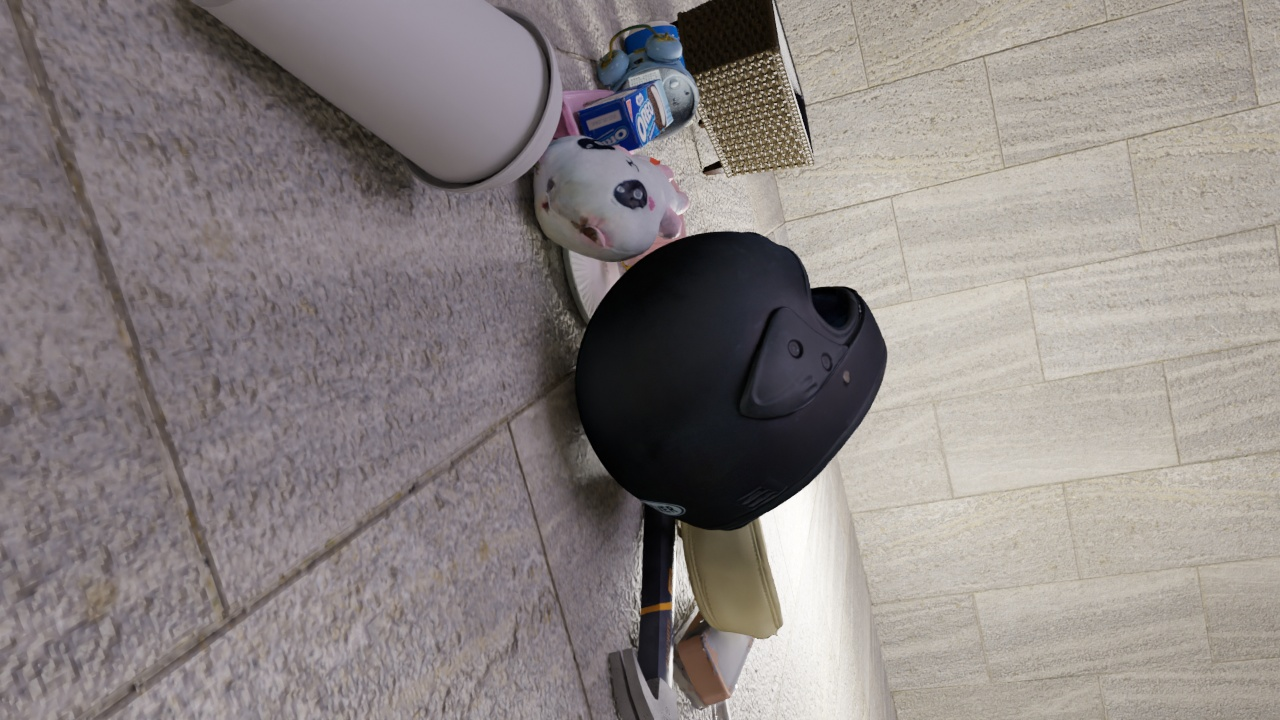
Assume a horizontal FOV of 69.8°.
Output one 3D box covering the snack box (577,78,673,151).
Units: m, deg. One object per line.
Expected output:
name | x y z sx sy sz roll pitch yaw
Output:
snack box | -0.012 -0.275 1.036 0.225 0.059 0.059 -62 137 -66

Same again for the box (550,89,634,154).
box | -0.059 -0.260 1.037 0.232 0.037 0.098 -56 127 -68

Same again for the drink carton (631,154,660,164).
drink carton | -0.014 -0.174 0.997 0.039 0.069 0.122 57 29 -37

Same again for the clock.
clock | 0.010 -0.358 1.186 0.162 0.118 0.060 67 8 -52

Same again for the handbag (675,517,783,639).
handbag | 0.098 0.204 1.035 0.191 0.088 0.232 68 9 -46

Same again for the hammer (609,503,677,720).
hammer | 0.021 0.243 0.938 0.139 0.035 0.311 54 26 -35

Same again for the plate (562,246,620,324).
plate | -0.051 -0.095 0.980 0.156 0.014 0.157 -11 90 -73

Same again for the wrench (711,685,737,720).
wrench | 0.083 0.361 0.947 0.009 0.047 0.273 63 -2 12

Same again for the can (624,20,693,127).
can | 0.028 -0.414 1.344 0.078 0.079 0.146 -24 102 -73

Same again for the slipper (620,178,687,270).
slipper | 0.009 -0.146 1.056 0.197 0.093 0.082 -104 -173 -47

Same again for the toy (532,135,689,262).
toy | -0.022 -0.158 0.893 0.179 0.102 0.139 -20 67 -41

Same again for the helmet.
helmet | 0.079 -0.008 0.880 0.315 0.250 0.236 -45 111 -25

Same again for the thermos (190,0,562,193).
thermos | -0.151 -0.191 0.547 0.221 0.132 0.131 21 58 -61

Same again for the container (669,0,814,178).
container | 0.171 -0.481 1.635 0.321 0.205 0.176 50 32 -58

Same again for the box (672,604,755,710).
box | 0.087 0.317 1.044 0.081 0.063 0.216 63 16 4
